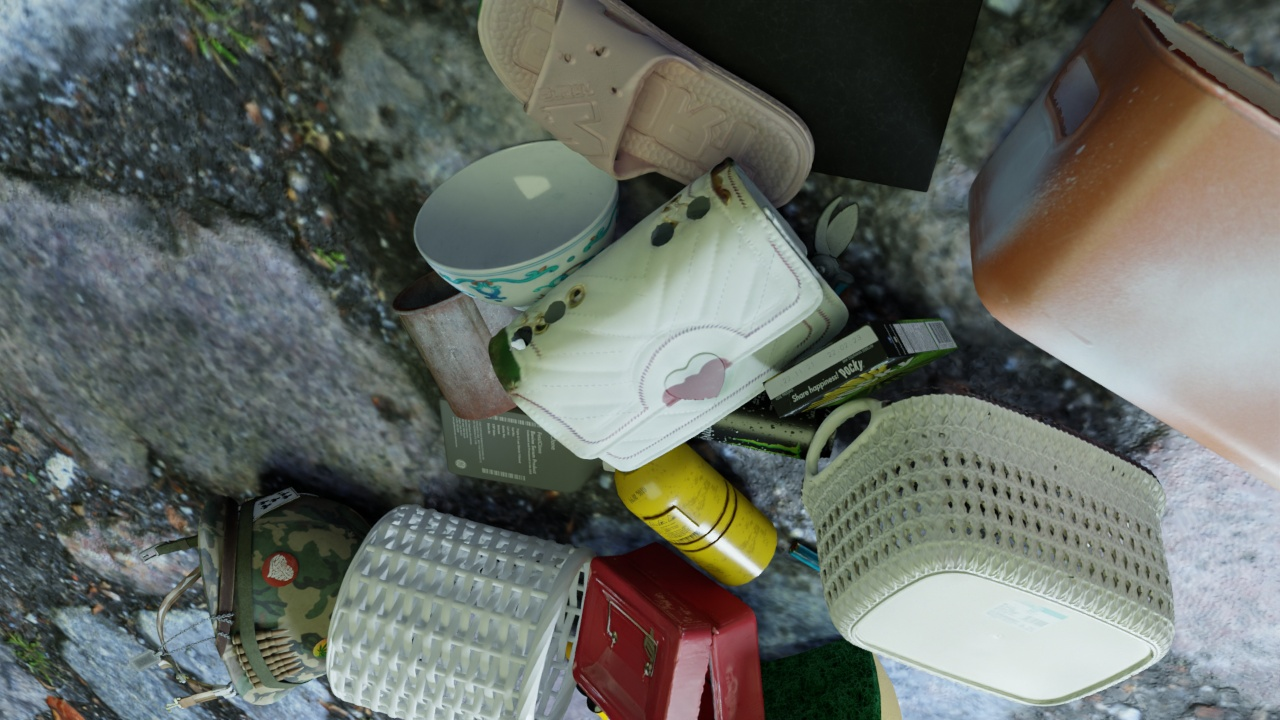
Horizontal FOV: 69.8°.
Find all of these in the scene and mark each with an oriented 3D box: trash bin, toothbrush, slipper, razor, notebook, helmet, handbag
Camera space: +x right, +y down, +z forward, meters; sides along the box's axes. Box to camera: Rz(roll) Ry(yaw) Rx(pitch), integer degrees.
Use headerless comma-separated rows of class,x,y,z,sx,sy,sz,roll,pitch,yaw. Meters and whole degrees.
trash bin,0.323,-0.060,0.502,0.259,0.181,0.158,31,127,-4
toothbrush,-0.046,0.364,0.980,0.031,0.030,0.197,0,126,23
slipper,-0.002,-0.162,0.587,0.239,0.064,0.094,28,128,-4
razor,0.194,0.200,0.804,0.144,0.022,0.042,31,88,2
notebook,0.086,-0.207,0.579,0.231,0.019,0.169,13,125,9
helmet,-0.364,0.222,0.881,0.236,0.192,0.224,-26,135,5
handbag,0.019,-0.023,0.596,0.199,0.096,0.142,-36,138,18

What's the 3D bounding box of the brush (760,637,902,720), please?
brush,0.105,0.360,0.826,0.251,0.194,0.075,-20,114,27

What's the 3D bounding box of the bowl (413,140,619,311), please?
bowl,-0.077,-0.082,0.645,0.144,0.143,0.074,-1,136,18

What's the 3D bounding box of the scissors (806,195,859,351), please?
scissors,0.124,-0.041,0.667,0.130,0.019,0.151,-21,104,25

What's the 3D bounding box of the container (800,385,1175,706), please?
container,0.241,0.134,0.640,0.251,0.143,0.185,22,133,-13

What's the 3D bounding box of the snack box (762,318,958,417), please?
snack box,0.152,0.003,0.618,0.080,0.147,0.025,-33,75,31

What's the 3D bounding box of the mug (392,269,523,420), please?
mug,-0.143,-0.018,0.734,0.123,0.096,0.110,0,119,41

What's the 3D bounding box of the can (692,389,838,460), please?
can,0.083,0.042,0.716,0.138,0.053,0.054,11,124,10

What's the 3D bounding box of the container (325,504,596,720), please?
container,-0.154,0.243,0.838,0.187,0.188,0.190,12,124,11

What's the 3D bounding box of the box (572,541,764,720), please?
box,0.028,0.244,0.793,0.117,0.157,0.136,-1,105,-30

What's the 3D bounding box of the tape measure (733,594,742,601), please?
tape measure,0.079,0.248,0.846,0.036,0.058,0.066,-10,122,17

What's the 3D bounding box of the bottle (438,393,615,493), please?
bottle,-0.081,0.067,0.789,0.174,0.046,0.084,9,124,12

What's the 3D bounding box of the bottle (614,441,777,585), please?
bottle,0.037,0.114,0.741,0.071,0.070,0.164,-27,126,30
